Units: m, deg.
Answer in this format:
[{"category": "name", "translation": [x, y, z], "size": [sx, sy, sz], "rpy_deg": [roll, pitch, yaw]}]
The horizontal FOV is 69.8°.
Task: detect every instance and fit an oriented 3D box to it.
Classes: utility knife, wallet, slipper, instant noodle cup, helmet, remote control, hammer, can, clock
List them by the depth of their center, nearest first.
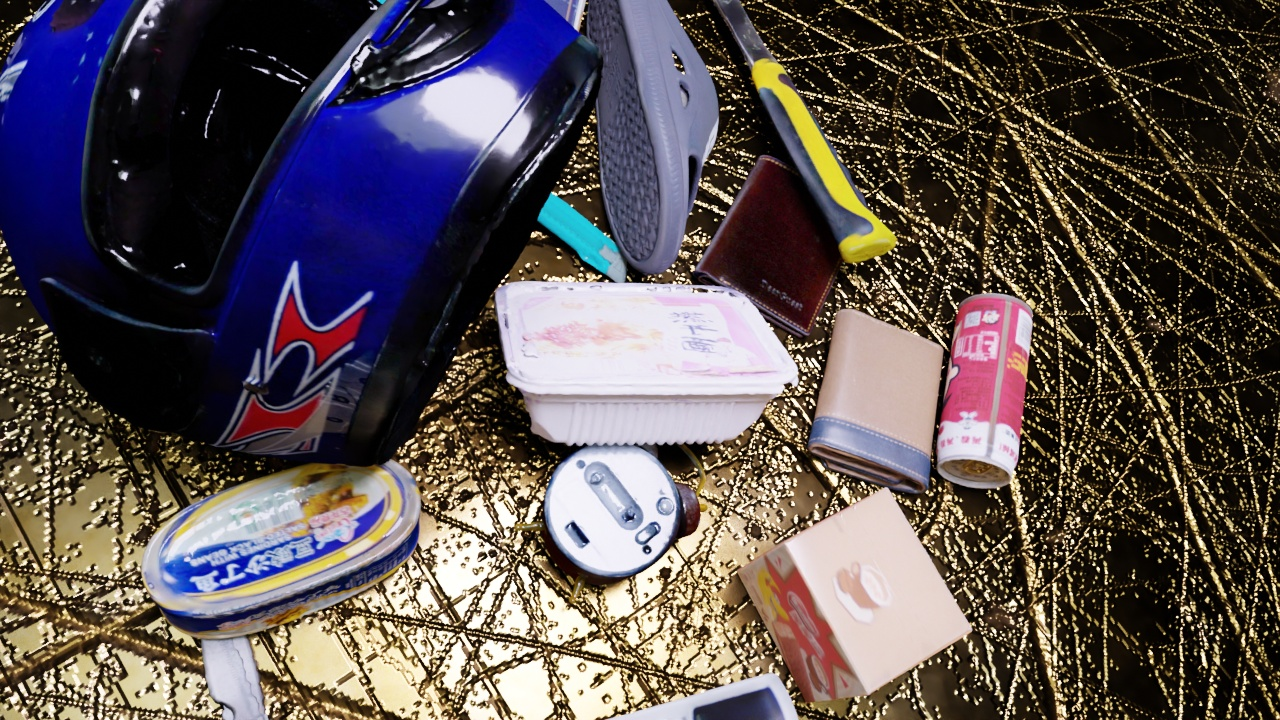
[{"category": "helmet", "translation": [-0.180, -0.090, 0.457], "size": [0.240, 0.316, 0.246], "rpy_deg": [30, 55, -9]}, {"category": "can", "translation": [-0.197, 0.103, 0.517], "size": [0.148, 0.049, 0.074], "rpy_deg": [-17, 68, -23]}, {"category": "remote control", "translation": [0.022, 0.229, 0.535], "size": [0.150, 0.021, 0.058], "rpy_deg": [-11, 70, -16]}, {"category": "clock", "translation": [-0.011, 0.089, 0.567], "size": [0.121, 0.055, 0.082], "rpy_deg": [-34, 77, -24]}, {"category": "instant noodle cup", "translation": [-0.003, 0.003, 0.579], "size": [0.173, 0.060, 0.138], "rpy_deg": [1, 28, -14]}, {"category": "utility knife", "translation": [-0.095, -0.129, 0.647], "size": [0.223, 0.013, 0.029], "rpy_deg": [37, 60, -6]}, {"category": "wallet", "translation": [0.168, 0.028, 0.648], "size": [0.090, 0.033, 0.115], "rpy_deg": [20, 64, -7]}, {"category": "can", "translation": [0.245, 0.021, 0.654], "size": [0.053, 0.053, 0.132], "rpy_deg": [20, 65, -4]}, {"category": "slipper", "translation": [0.017, -0.189, 0.664], "size": [0.083, 0.111, 0.267], "rpy_deg": [-1, 64, -18]}, {"category": "wallet", "translation": [0.106, -0.087, 0.690], "size": [0.096, 0.020, 0.122], "rpy_deg": [29, 67, 0]}, {"category": "hammer", "translation": [0.103, -0.211, 0.716], "size": [0.126, 0.032, 0.323], "rpy_deg": [-15, 65, -16]}]

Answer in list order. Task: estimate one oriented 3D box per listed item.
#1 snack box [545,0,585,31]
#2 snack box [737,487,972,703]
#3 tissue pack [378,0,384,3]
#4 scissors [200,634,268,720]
[{"category": "snack box", "translation": [-0.129, -0.286, 0.671], "size": [0.182, 0.046, 0.177], "rpy_deg": [12, 82, -4]}, {"category": "snack box", "translation": [0.123, 0.143, 0.553], "size": [0.077, 0.095, 0.092], "rpy_deg": [-23, 74, -20]}, {"category": "tissue pack", "translation": [-0.188, -0.220, 0.609], "size": [0.093, 0.050, 0.133], "rpy_deg": [43, 82, 2]}, {"category": "scissors", "translation": [-0.194, 0.219, 0.497], "size": [0.142, 0.022, 0.234], "rpy_deg": [9, 59, -18]}]
